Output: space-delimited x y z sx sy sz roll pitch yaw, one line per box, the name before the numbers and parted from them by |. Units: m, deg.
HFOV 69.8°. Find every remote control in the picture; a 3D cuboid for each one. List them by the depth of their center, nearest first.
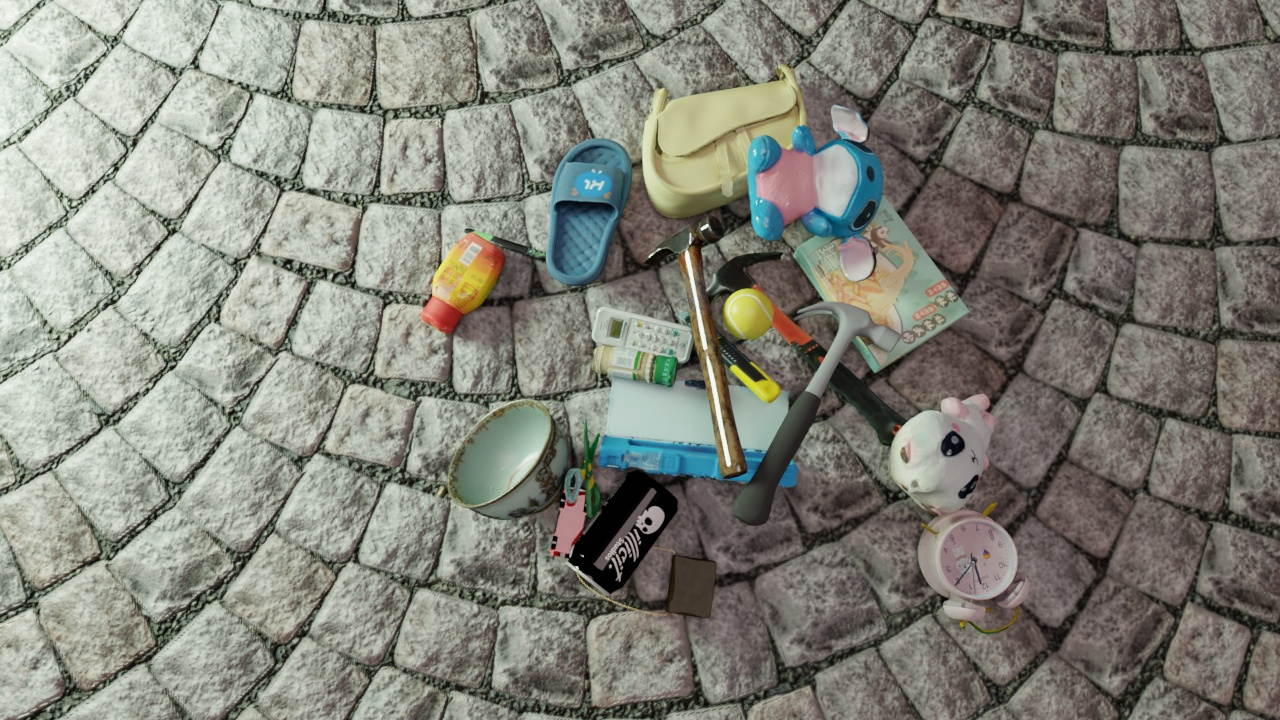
remote control | 0.004 -0.035 1.217 0.133 0.022 0.050 14 103 2

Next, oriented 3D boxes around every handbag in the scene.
handbag | 0.006 0.281 1.180 0.178 0.027 0.084 7 81 6
handbag | 0.114 -0.297 1.225 0.233 0.088 0.190 -11 79 -2

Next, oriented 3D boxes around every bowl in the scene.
bowl | -0.150 0.138 1.149 0.160 0.160 0.094 -45 126 -6

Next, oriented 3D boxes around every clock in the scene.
clock | 0.424 0.267 1.162 0.117 0.059 0.158 -18 83 -3

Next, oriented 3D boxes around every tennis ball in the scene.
tennis ball | 0.137 -0.059 1.170 0.065 0.065 0.065 0 82 0

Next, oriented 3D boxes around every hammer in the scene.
hammer | 0.197 0.061 1.123 0.125 0.029 0.310 30 74 8
hammer | 0.079 -0.012 1.148 0.120 0.033 0.329 -26 64 38
hammer | 0.229 -0.010 1.215 0.333 0.033 0.133 45 83 4

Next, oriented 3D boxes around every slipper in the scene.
slipper | -0.075 -0.202 1.218 0.104 0.059 0.213 12 76 4

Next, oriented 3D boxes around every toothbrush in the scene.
toothbrush | -0.151 -0.148 1.237 0.188 0.017 0.014 19 73 4

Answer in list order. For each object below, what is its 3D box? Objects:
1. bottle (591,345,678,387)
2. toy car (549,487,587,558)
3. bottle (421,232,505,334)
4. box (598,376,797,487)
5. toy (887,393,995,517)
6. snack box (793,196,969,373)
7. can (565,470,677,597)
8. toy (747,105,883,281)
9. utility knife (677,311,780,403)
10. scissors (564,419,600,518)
bottle | -0.007 0.007 1.199 0.110 0.042 0.042 9 82 9
toy car | -0.090 0.210 1.184 0.038 0.025 0.089 12 84 -2
bottle | -0.237 -0.099 1.213 0.071 0.048 0.134 32 83 4
box | 0.075 0.086 1.171 0.243 0.114 0.114 6 95 0
toy | 0.392 0.112 1.167 0.179 0.102 0.139 -36 110 -22
snack box | 0.315 -0.101 1.211 0.141 0.044 0.193 -31 78 -8
can | -0.022 0.215 1.149 0.080 0.080 0.146 37 77 4
toy | 0.224 -0.208 1.162 0.191 0.099 0.224 -6 94 -17
utility knife | 0.115 -0.009 1.209 0.174 0.020 0.028 43 65 15
scissors | -0.073 0.134 1.159 0.012 0.112 0.131 -7 81 23
